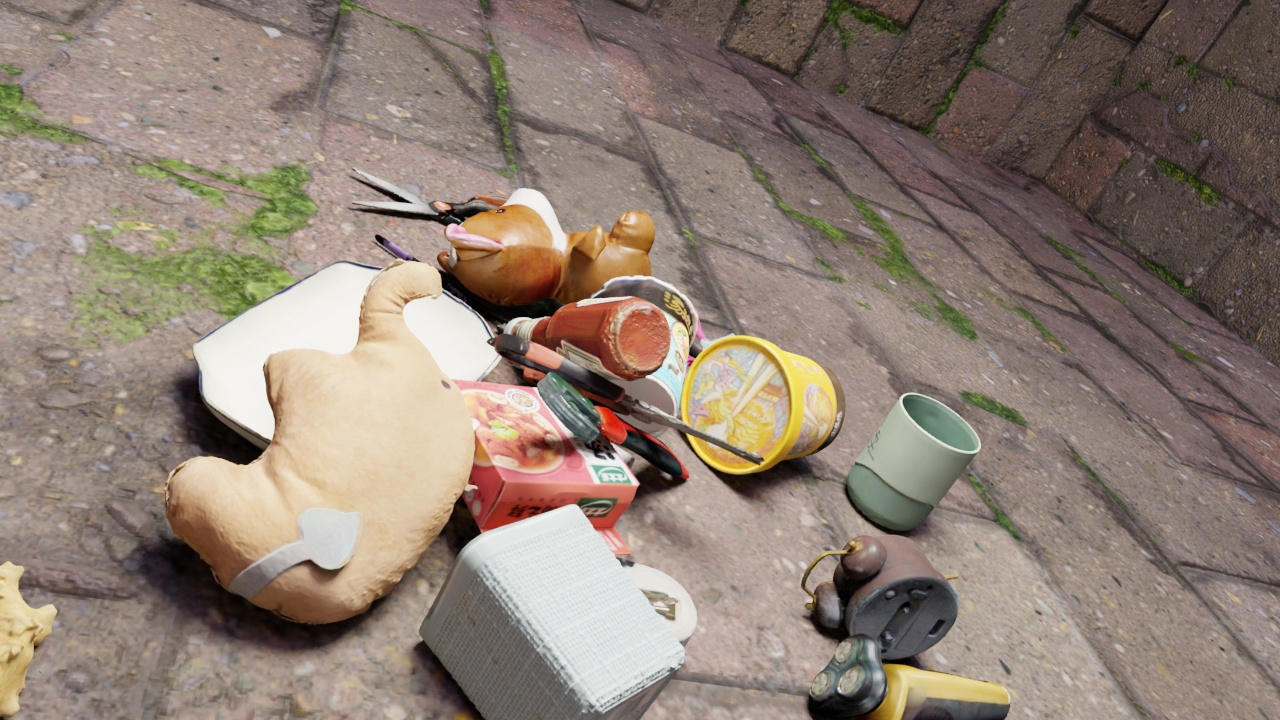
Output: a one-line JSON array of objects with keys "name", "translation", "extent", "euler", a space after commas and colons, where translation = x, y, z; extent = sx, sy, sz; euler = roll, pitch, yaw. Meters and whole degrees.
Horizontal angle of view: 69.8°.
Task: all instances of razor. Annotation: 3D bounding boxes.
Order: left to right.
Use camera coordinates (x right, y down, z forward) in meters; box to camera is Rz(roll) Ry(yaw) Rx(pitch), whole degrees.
[{"name": "razor", "translation": [0.192, 0.228, 0.631], "extent": [0.167, 0.062, 0.067], "euler": [16, 59, -30]}]

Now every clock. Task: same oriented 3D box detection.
[{"name": "clock", "translation": [0.176, 0.172, 0.681], "extent": [0.122, 0.082, 0.055], "euler": [19, 25, -18]}]

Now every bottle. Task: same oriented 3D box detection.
[{"name": "bottle", "translation": [-0.053, -0.018, 0.733], "extent": [0.059, 0.059, 0.206], "euler": [8, -2, -32]}]

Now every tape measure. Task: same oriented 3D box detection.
[{"name": "tape measure", "translation": [0.002, 0.164, 0.592], "extent": [0.066, 0.034, 0.065], "euler": [20, 30, -13]}]

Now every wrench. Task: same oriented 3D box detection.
[{"name": "wrench", "translation": [-0.011, 0.053, 0.653], "extent": [0.056, 0.016, 0.273], "euler": [49, 4, 22]}]

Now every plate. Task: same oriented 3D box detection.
[{"name": "plate", "translation": [-0.208, 0.004, 0.680], "extent": [0.162, 0.034, 0.265], "euler": [29, 28, 0]}]

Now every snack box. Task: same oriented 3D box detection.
[{"name": "snack box", "translation": [-0.068, 0.071, 0.614], "extent": [0.113, 0.044, 0.127], "euler": [8, 32, -42]}]

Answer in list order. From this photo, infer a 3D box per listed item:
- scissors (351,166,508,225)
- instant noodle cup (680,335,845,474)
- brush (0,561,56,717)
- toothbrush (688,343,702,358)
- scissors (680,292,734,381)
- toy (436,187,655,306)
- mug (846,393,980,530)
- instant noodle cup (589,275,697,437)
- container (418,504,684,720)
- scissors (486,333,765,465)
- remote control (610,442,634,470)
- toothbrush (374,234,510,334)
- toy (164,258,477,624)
[{"name": "scissors", "translation": [-0.190, -0.154, 0.978], "extent": [0.228, 0.022, 0.220], "euler": [38, 29, 18]}, {"name": "instant noodle cup", "translation": [0.116, 0.040, 0.823], "extent": [0.114, 0.119, 0.118], "euler": [4, 35, -50]}, {"name": "brush", "translation": [-0.359, 0.116, 0.336], "extent": [0.254, 0.046, 0.083], "euler": [7, 37, -44]}, {"name": "toothbrush", "translation": [0.062, -0.002, 0.885], "extent": [0.181, 0.016, 0.018], "euler": [35, 29, -32]}, {"name": "scissors", "translation": [0.063, -0.014, 0.924], "extent": [0.134, 0.017, 0.133], "euler": [57, 35, 5]}, {"name": "toy", "translation": [-0.087, -0.101, 0.855], "extent": [0.199, 0.140, 0.130], "euler": [-2, 75, -14]}, {"name": "mug", "translation": [0.250, 0.091, 0.854], "extent": [0.082, 0.107, 0.111], "euler": [29, 28, 6]}, {"name": "instant noodle cup", "translation": [-0.005, 0.005, 0.794], "extent": [0.111, 0.111, 0.120], "euler": [20, 36, -13]}, {"name": "container", "translation": [-0.047, 0.157, 0.508], "extent": [0.090, 0.090, 0.111], "euler": [-10, 49, -49]}, {"name": "scissors", "translation": [-0.012, 0.034, 0.693], "extent": [0.204, 0.015, 0.199], "euler": [33, -17, -27]}, {"name": "remote control", "translation": [-0.048, 0.091, 0.684], "extent": [0.049, 0.024, 0.124], "euler": [32, 27, 9]}, {"name": "toothbrush", "translation": [-0.178, -0.066, 0.850], "extent": [0.189, 0.014, 0.016], "euler": [34, 41, 13]}, {"name": "toy", "translation": [-0.162, 0.044, 0.541], "extent": [0.143, 0.083, 0.225], "euler": [39, 52, -17]}]
